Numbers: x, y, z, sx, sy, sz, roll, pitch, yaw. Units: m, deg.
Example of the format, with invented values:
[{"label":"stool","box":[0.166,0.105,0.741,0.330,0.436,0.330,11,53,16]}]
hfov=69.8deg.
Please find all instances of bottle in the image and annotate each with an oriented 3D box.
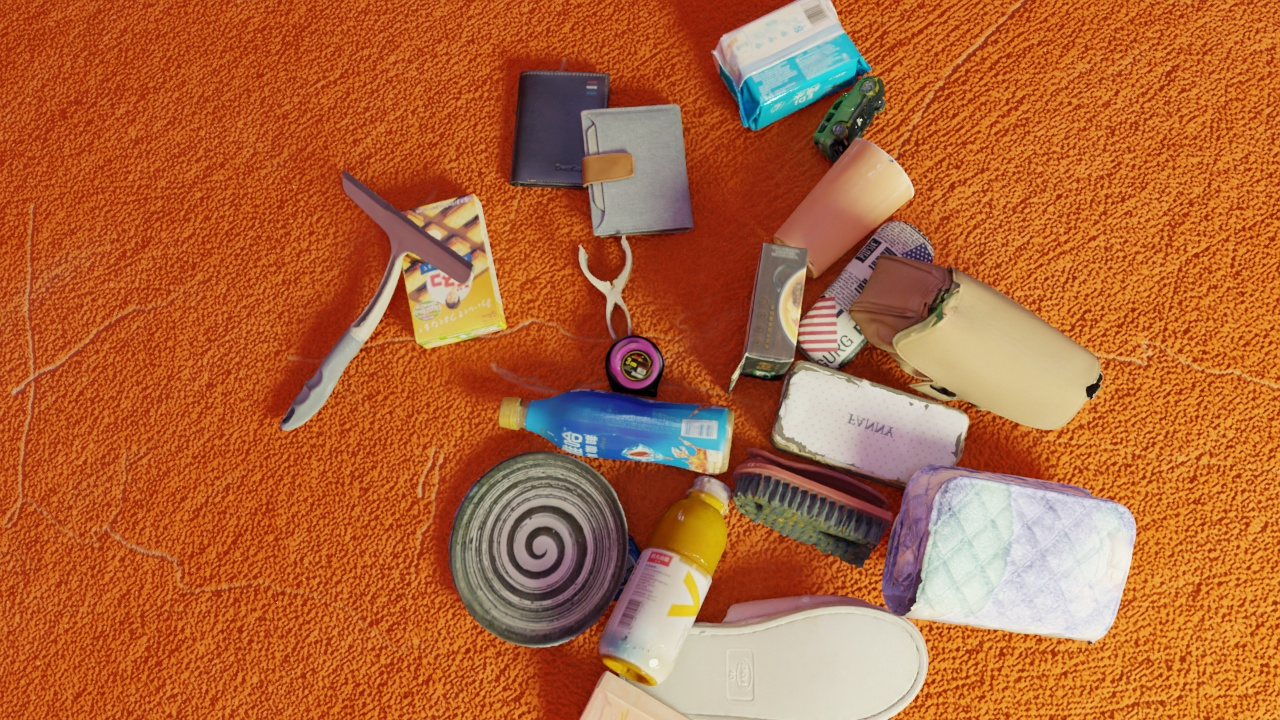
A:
[{"label":"bottle","box":[-0.024,0.063,0.862,0.219,0.065,0.065,6,81,6]},{"label":"bottle","box":[0.029,0.191,0.818,0.068,0.068,0.189,25,63,8]}]

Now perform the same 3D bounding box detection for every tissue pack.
[{"label":"tissue pack","box":[0.148,-0.295,0.911,0.140,0.063,0.090,-26,78,-2]}]

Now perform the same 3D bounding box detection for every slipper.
[{"label":"slipper","box":[0.114,0.272,0.819,0.275,0.054,0.114,-9,76,14]}]

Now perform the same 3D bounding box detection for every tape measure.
[{"label":"tape measure","box":[-0.021,0.197,0.858,0.058,0.025,0.054,-30,80,9]},{"label":"tape measure","box":[-0.005,0.005,0.883,0.057,0.039,0.058,5,85,5]}]

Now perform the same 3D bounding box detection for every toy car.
[{"label":"toy car","box":[0.208,-0.240,0.907,0.036,0.043,0.091,39,93,32]}]

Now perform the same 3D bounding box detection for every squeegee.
[{"label":"squeegee","box":[-0.280,-0.033,0.902,0.246,0.039,0.246,35,97,36]}]

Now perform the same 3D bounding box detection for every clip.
[{"label":"clip","box":[-0.040,-0.074,0.903,0.092,0.035,0.103,11,89,2]}]

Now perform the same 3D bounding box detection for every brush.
[{"label":"brush","box":[0.154,0.128,0.844,0.146,0.063,0.069,22,52,9]}]

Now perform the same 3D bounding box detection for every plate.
[{"label":"plate","box":[-0.095,0.174,0.857,0.180,0.024,0.179,-4,77,15]}]

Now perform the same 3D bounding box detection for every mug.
[{"label":"mug","box":[0.190,-0.141,0.879,0.123,0.078,0.078,-45,80,1]}]

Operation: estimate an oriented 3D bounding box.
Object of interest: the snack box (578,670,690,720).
[{"label":"snack box","box":[0.019,0.347,0.808,0.157,0.026,0.085,28,117,9]}]

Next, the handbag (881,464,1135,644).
[{"label":"handbag","box":[0.315,0.166,0.790,0.194,0.075,0.134,11,93,-9]}]

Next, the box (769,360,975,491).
[{"label":"box","box":[0.215,0.066,0.848,0.184,0.060,0.089,20,83,5]}]

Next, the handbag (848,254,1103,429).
[{"label":"handbag","box":[0.286,-0.011,0.798,0.204,0.148,0.100,28,90,-10]}]

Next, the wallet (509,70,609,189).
[{"label":"wallet","box":[-0.082,-0.236,0.941,0.096,0.020,0.122,3,83,4]}]

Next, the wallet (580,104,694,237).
[{"label":"wallet","box":[-0.005,-0.190,0.912,0.106,0.037,0.129,-5,82,-7]}]

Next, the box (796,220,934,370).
[{"label":"box","box":[0.213,-0.061,0.881,0.071,0.057,0.164,44,87,-14]}]

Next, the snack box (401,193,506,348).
[{"label":"snack box","box":[-0.191,-0.089,0.917,0.087,0.034,0.140,-13,81,2]}]

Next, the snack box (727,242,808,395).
[{"label":"snack box","box":[0.116,-0.032,0.843,0.053,0.113,0.125,8,81,5]}]
